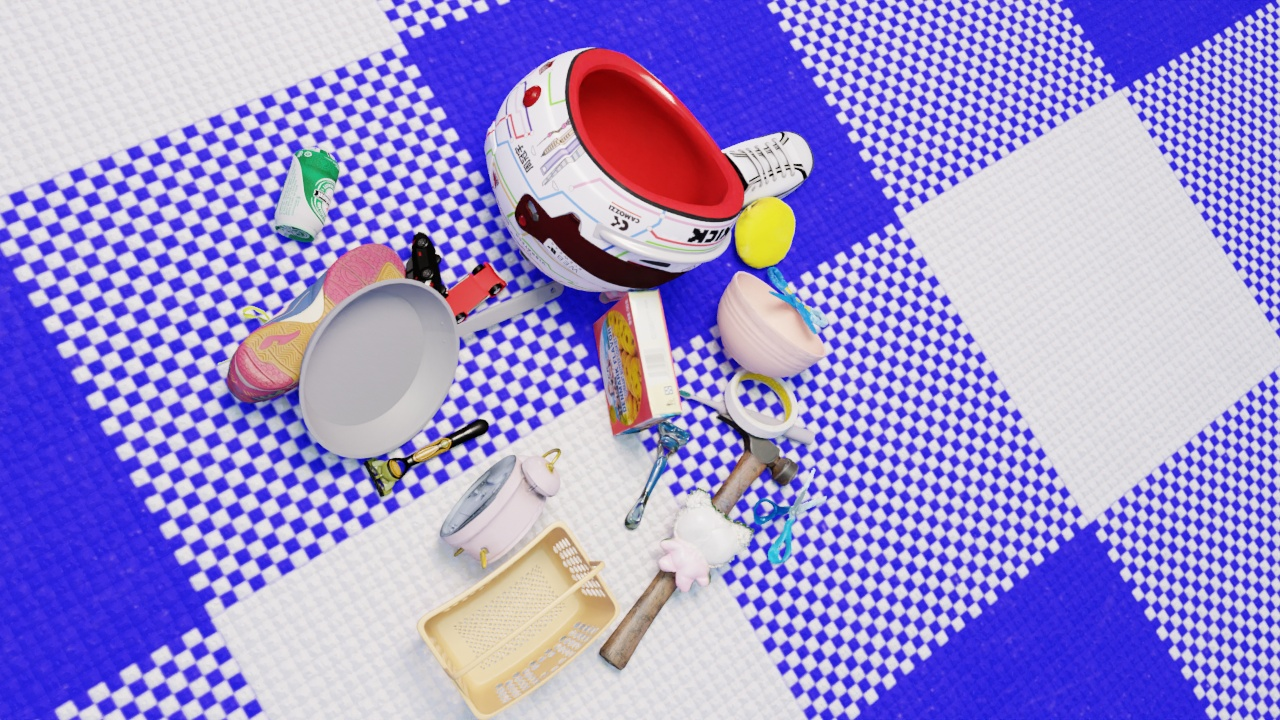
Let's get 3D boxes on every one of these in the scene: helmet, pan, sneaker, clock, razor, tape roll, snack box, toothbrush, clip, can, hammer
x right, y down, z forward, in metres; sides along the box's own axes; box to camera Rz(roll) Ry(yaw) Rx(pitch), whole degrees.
[{"bbox_3d":[-0.043,-0.191,1.042,0.230,0.237,0.314,-17,65,-40],"label":"helmet"},{"bbox_3d":[-0.227,-0.025,1.024,0.051,0.201,0.355,24,40,33],"label":"pan"},{"bbox_3d":[0.127,-0.241,1.181,0.245,0.097,0.091,-24,85,-20],"label":"sneaker"},{"bbox_3d":[-0.146,0.151,1.002,0.059,0.117,0.157,46,69,-14],"label":"clock"},{"bbox_3d":[0.017,0.139,1.103,0.044,0.018,0.140,29,71,-9],"label":"razor"},{"bbox_3d":[-0.236,0.102,1.036,0.144,0.021,0.044,-26,86,-23],"label":"razor"},{"bbox_3d":[0.151,0.052,1.145,0.094,0.019,0.093,13,52,-17],"label":"tape roll"},{"bbox_3d":[-0.006,0.006,1.059,0.040,0.145,0.142,-8,80,-21],"label":"snack box"},{"bbox_3d":[0.132,0.069,1.152,0.188,0.019,0.018,20,79,-12],"label":"toothbrush"},{"bbox_3d":[-0.026,-0.081,1.143,0.059,0.045,0.023,-4,79,-51],"label":"clip"},{"bbox_3d":[-0.358,-0.045,1.010,0.116,0.091,0.241,47,50,-8],"label":"sneaker"},{"bbox_3d":[-0.378,-0.189,1.042,0.053,0.053,0.101,15,73,-13],"label":"can"},{"bbox_3d":[0.055,0.216,1.093,0.120,0.033,0.329,39,70,-1],"label":"hammer"}]

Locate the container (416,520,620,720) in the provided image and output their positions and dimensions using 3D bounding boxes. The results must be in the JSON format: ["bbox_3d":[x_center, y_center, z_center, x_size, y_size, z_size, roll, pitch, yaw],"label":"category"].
[{"bbox_3d":[-0.122,0.269,0.952,0.183,0.167,0.129,-34,89,-21],"label":"container"}]

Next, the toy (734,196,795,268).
[{"bbox_3d":[0.163,-0.166,1.193,0.095,0.041,0.094,-44,126,-11],"label":"toy"}]

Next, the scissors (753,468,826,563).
[{"bbox_3d":[0.181,0.182,1.122,0.119,0.014,0.129,41,76,-35],"label":"scissors"}]

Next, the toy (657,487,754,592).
[{"bbox_3d":[0.067,0.212,1.060,0.095,0.041,0.108,41,77,2],"label":"toy"}]

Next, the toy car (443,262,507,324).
[{"bbox_3d":[-0.201,-0.077,1.083,0.089,0.025,0.038,-41,82,-12],"label":"toy car"}]

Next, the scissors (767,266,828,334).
[{"bbox_3d":[0.201,-0.074,1.184,0.130,0.014,0.125,20,35,-36],"label":"scissors"}]

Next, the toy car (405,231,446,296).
[{"bbox_3d":[-0.251,-0.105,1.060,0.036,0.042,0.091,-18,62,4],"label":"toy car"}]

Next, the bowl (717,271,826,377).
[{"bbox_3d":[0.149,-0.032,1.133,0.153,0.152,0.076,41,111,-4],"label":"bowl"}]
